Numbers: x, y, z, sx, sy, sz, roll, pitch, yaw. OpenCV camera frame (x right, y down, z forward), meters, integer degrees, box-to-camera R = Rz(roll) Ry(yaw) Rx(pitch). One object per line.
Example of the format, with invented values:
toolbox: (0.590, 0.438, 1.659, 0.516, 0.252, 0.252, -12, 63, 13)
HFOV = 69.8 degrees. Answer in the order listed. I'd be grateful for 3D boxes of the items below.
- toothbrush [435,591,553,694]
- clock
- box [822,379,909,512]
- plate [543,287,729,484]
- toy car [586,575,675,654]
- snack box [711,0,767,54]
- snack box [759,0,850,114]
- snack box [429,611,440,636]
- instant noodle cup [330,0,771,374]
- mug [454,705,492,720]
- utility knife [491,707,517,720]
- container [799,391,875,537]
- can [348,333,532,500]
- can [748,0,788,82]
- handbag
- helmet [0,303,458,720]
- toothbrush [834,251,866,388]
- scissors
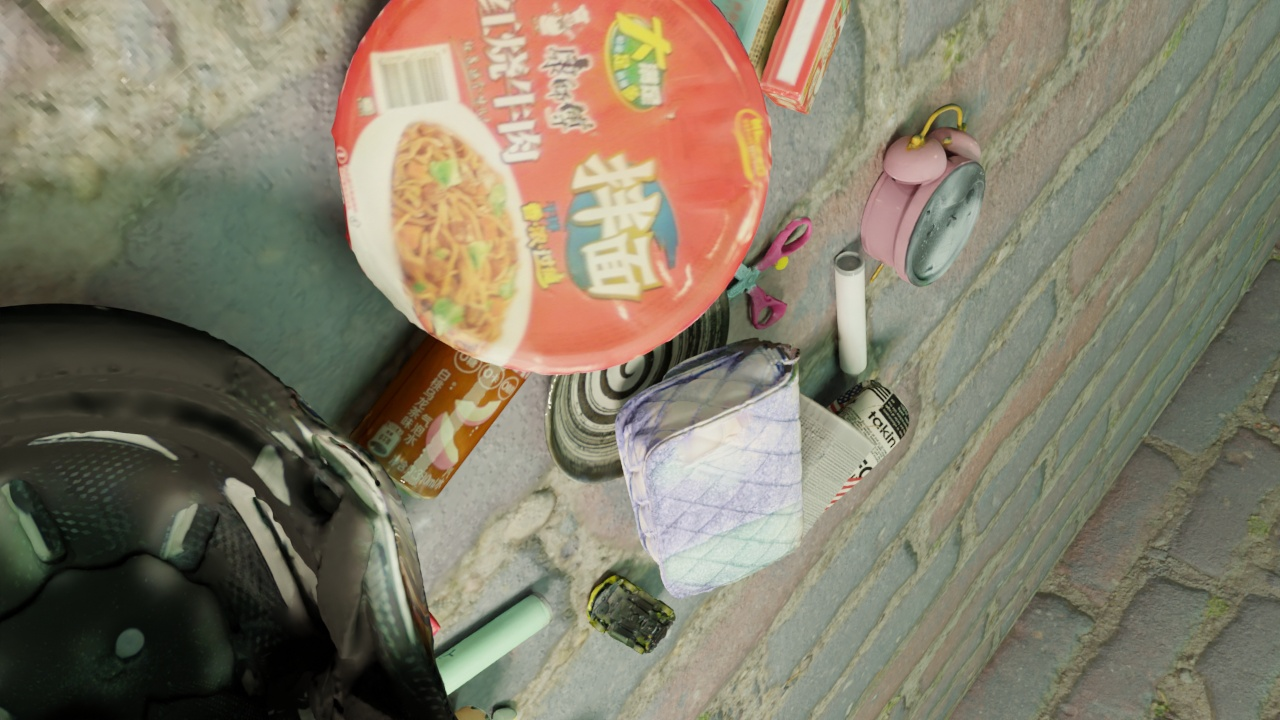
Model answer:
toothbrush: (-0.151, 0.227, 0.629, 0.223, 0.027, 0.026, -28, 122, -36)
clock: (0.251, -0.146, 0.808, 0.117, 0.060, 0.159, -22, 133, -39)
box: (0.181, 0.082, 0.903, 0.163, 0.083, 0.075, -44, 108, 0)
plate: (-0.004, 0.004, 0.642, 0.179, 0.024, 0.180, -31, 139, -32)
toy car: (-0.011, 0.215, 0.788, 0.048, 0.032, 0.105, -53, 134, -7)
snack box: (0.009, -0.143, 0.488, 0.051, 0.074, 0.175, -49, 160, -71)
snack box: (0.102, -0.193, 0.559, 0.152, 0.025, 0.075, -43, 154, -73)
snack box: (-0.200, 0.189, 0.465, 0.207, 0.057, 0.058, -45, 139, -20)
instant noodle cup: (-0.041, -0.094, 0.430, 0.193, 0.066, 0.194, -3, 109, -8)
mug: (-0.160, 0.296, 0.632, 0.122, 0.078, 0.078, -4, 119, -45)
utility knife: (-0.132, 0.377, 0.774, 0.030, 0.022, 0.221, -7, 115, -43)
container: (0.133, 0.091, 0.819, 0.114, 0.090, 0.090, -56, 145, 2)
can: (-0.093, 0.003, 0.501, 0.147, 0.058, 0.058, -53, 145, -7)
can: (0.057, -0.211, 0.520, 0.058, 0.058, 0.116, -2, 117, -50)
handbag: (0.057, 0.082, 0.679, 0.134, 0.075, 0.194, -21, 134, -13)
helmet: (-0.200, 0.128, 0.353, 0.229, 0.274, 0.157, -30, -179, -32)
toothbrush: (0.202, -0.015, 0.876, 0.221, 0.026, 0.026, 73, 32, -48)
scissors: (0.087, -0.059, 0.714, 0.133, 0.017, 0.130, -36, 143, -22)
